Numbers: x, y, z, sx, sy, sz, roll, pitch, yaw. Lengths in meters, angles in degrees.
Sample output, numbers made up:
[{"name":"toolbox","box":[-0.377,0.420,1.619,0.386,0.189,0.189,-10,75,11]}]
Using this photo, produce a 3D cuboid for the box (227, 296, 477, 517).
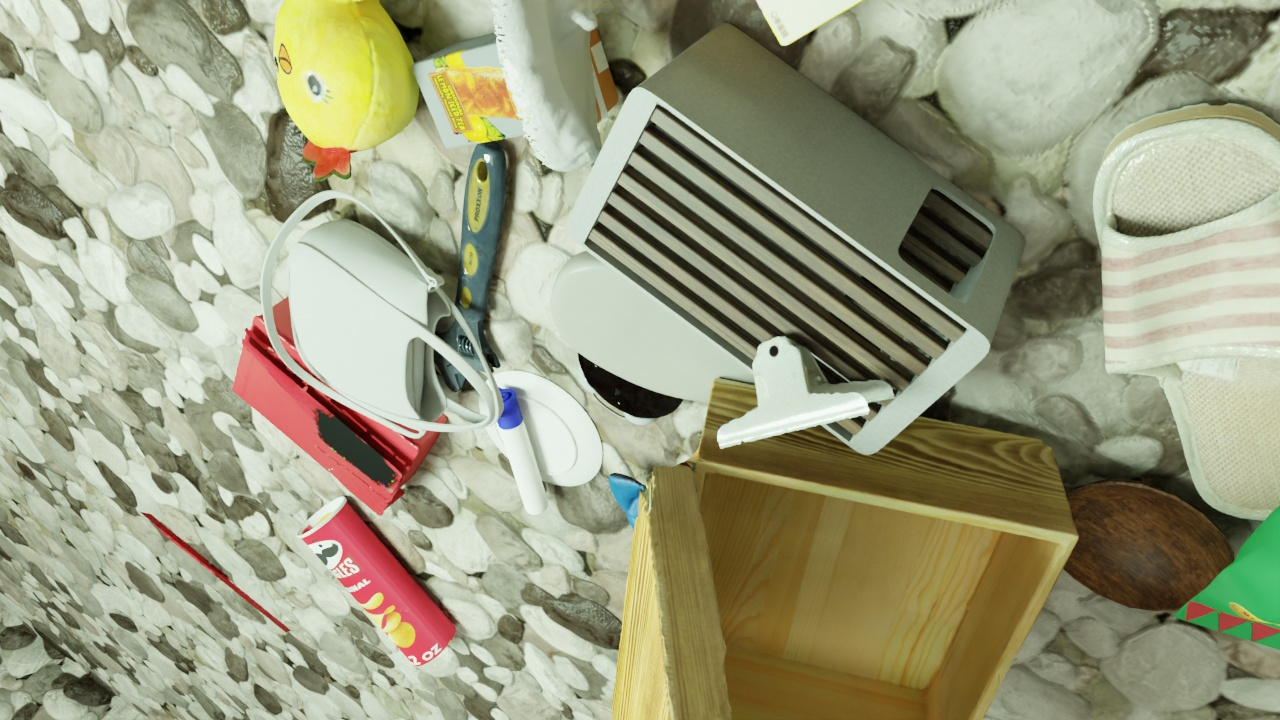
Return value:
[{"name":"box","box":[-0.298,0.030,0.977,0.213,0.152,0.165,40,138,1]}]

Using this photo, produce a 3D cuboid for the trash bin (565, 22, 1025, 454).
[{"name":"trash bin","box":[0.092,-0.074,0.548,0.229,0.114,0.115,37,136,3]}]

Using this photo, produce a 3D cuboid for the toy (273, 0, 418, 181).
[{"name":"toy","box":[-0.206,-0.232,0.638,0.134,0.092,0.208,31,130,37]}]

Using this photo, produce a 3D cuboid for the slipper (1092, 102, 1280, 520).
[{"name":"slipper","box":[0.318,-0.009,0.499,0.115,0.052,0.263,-13,117,37]}]

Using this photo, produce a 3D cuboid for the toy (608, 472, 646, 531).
[{"name":"toy","box":[0.027,0.177,0.825,0.113,0.070,0.177,14,120,21]}]

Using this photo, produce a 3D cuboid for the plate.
[{"name":"plate","box":[-0.097,0.068,0.856,0.135,0.011,0.135,18,132,21]}]

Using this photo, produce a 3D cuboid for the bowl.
[{"name":"bowl","box":[0.328,0.116,0.608,0.114,0.026,0.102,38,135,0]}]

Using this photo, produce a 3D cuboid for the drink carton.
[{"name":"drink carton","box":[-0.084,-0.188,0.619,0.125,0.048,0.076,0,123,33]}]

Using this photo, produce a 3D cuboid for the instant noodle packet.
[{"name":"instant noodle packet","box":[0.435,0.085,0.459,0.195,0.090,0.253,17,129,2]}]

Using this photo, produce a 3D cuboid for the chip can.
[{"name":"chip can","box":[-0.318,0.271,1.118,0.069,0.069,0.220,-21,111,42]}]

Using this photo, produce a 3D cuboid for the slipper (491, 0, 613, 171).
[{"name":"slipper","box":[-0.045,-0.230,0.503,0.075,0.112,0.247,2,102,21]}]

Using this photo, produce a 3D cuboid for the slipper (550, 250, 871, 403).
[{"name":"slipper","box":[0.071,-0.021,0.643,0.266,0.080,0.113,20,141,-5]}]

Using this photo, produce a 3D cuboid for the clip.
[{"name":"clip","box":[0.088,0.019,0.524,0.102,0.052,0.058,-18,141,40]}]

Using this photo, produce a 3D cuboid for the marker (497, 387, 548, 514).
[{"name":"marker","box":[-0.113,0.086,0.854,0.027,0.023,0.133,26,138,44]}]

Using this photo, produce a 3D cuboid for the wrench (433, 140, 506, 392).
[{"name":"wrench","box":[-0.140,-0.066,0.771,0.073,0.022,0.274,33,136,15]}]

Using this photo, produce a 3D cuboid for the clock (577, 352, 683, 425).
[{"name":"clock","box":[-0.004,0.004,0.730,0.094,0.035,0.123,36,136,4]}]

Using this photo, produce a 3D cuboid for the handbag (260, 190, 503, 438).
[{"name":"handbag","box":[-0.212,-0.016,0.793,0.223,0.095,0.216,32,137,16]}]

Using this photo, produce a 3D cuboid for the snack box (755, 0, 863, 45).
[{"name":"snack box","box":[0.090,-0.231,0.464,0.084,0.061,0.106,-21,111,42]}]

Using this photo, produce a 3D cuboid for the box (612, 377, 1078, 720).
[{"name":"box","box":[0.085,0.222,0.563,0.286,0.333,0.280,12,126,7]}]
